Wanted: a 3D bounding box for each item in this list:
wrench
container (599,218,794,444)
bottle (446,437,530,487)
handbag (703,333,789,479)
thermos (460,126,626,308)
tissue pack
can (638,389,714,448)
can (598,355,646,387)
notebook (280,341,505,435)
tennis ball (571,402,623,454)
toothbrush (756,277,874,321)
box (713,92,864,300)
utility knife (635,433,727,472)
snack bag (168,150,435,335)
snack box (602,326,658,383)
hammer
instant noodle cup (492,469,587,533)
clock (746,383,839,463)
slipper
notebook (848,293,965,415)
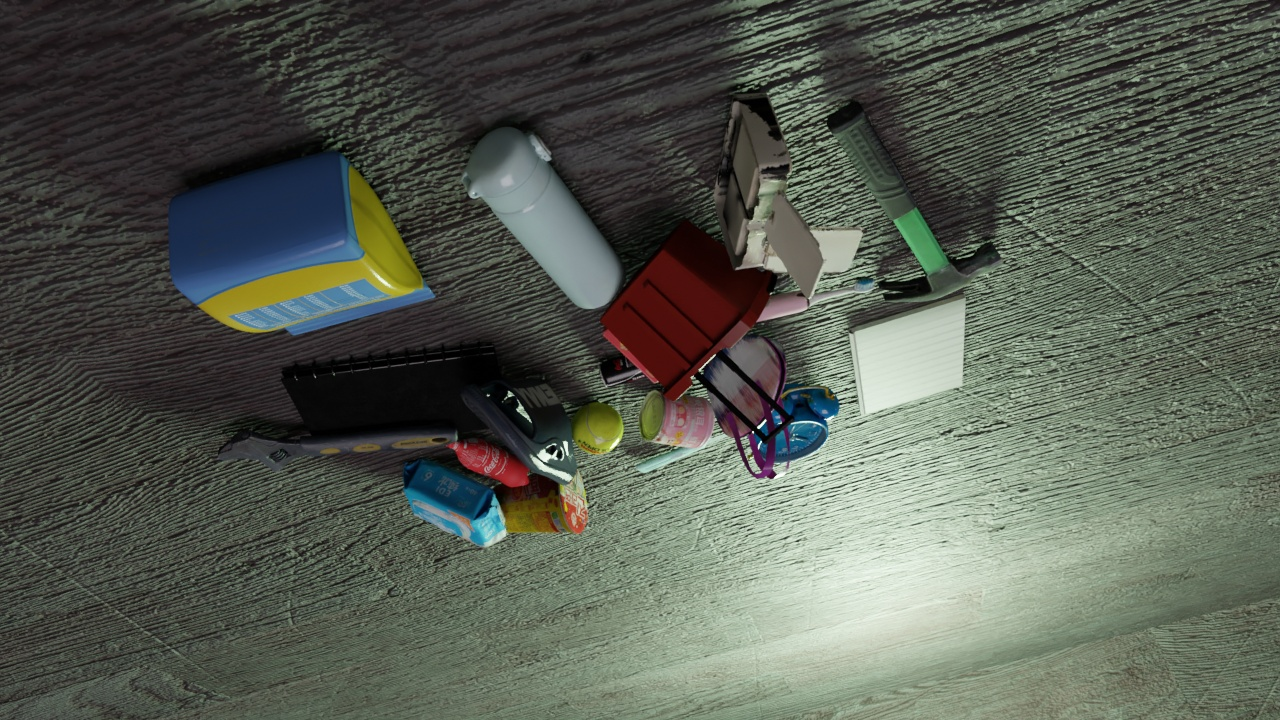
[{"bbox_3d":[-0.356,0.098,1.089,0.273,0.022,0.073,-5,141,-9],"label":"wrench"},{"bbox_3d":[0.076,-0.025,0.918,0.201,0.126,0.148,40,124,-5],"label":"container"},{"bbox_3d":[-0.198,0.128,1.188,0.042,0.041,0.141,-29,141,23],"label":"bottle"},{"bbox_3d":[0.134,0.061,1.078,0.068,0.169,0.145,7,141,-25],"label":"handbag"},{"bbox_3d":[-0.083,-0.127,0.843,0.078,0.065,0.207,-33,142,6],"label":"thermos"},{"bbox_3d":[-0.247,0.188,1.205,0.144,0.061,0.093,22,150,18],"label":"tissue pack"},{"bbox_3d":[0.046,0.075,1.161,0.076,0.067,0.067,11,139,-27],"label":"can"},{"bbox_3d":[-0.006,0.006,1.081,0.080,0.031,0.031,-17,145,8],"label":"can"},{"bbox_3d":[-0.277,0.044,1.068,0.231,0.019,0.169,-7,146,-6],"label":"notebook"},{"bbox_3d":[-0.054,0.085,1.148,0.065,0.065,0.065,-8,145,-6],"label":"tennis ball"},{"bbox_3d":[0.156,-0.063,1.037,0.222,0.027,0.026,-13,151,1],"label":"toothbrush"},{"bbox_3d":[0.134,-0.133,0.809,0.101,0.186,0.145,-21,155,-15],"label":"box"},{"bbox_3d":[0.068,0.123,1.285,0.158,0.015,0.022,-23,142,11],"label":"utility knife"},{"bbox_3d":[-0.294,-0.082,0.828,0.159,0.102,0.205,-15,158,4],"label":"snack bag"},{"bbox_3d":[0.035,-0.039,1.010,0.133,0.021,0.089,-34,114,29],"label":"snack box"},{"bbox_3d":[0.268,-0.153,0.940,0.130,0.032,0.318,-27,142,22],"label":"hammer"},{"bbox_3d":[-0.143,0.195,1.262,0.112,0.100,0.100,-10,146,14],"label":"instant noodle cup"},{"bbox_3d":[0.197,0.076,1.213,0.116,0.060,0.162,-4,143,-11],"label":"clock"},{"bbox_3d":[-0.118,0.079,1.085,0.083,0.110,0.268,-44,157,-4],"label":"slipper"},{"bbox_3d":[0.348,-0.001,1.193,0.143,0.009,0.210,-17,145,7],"label":"notebook"}]
